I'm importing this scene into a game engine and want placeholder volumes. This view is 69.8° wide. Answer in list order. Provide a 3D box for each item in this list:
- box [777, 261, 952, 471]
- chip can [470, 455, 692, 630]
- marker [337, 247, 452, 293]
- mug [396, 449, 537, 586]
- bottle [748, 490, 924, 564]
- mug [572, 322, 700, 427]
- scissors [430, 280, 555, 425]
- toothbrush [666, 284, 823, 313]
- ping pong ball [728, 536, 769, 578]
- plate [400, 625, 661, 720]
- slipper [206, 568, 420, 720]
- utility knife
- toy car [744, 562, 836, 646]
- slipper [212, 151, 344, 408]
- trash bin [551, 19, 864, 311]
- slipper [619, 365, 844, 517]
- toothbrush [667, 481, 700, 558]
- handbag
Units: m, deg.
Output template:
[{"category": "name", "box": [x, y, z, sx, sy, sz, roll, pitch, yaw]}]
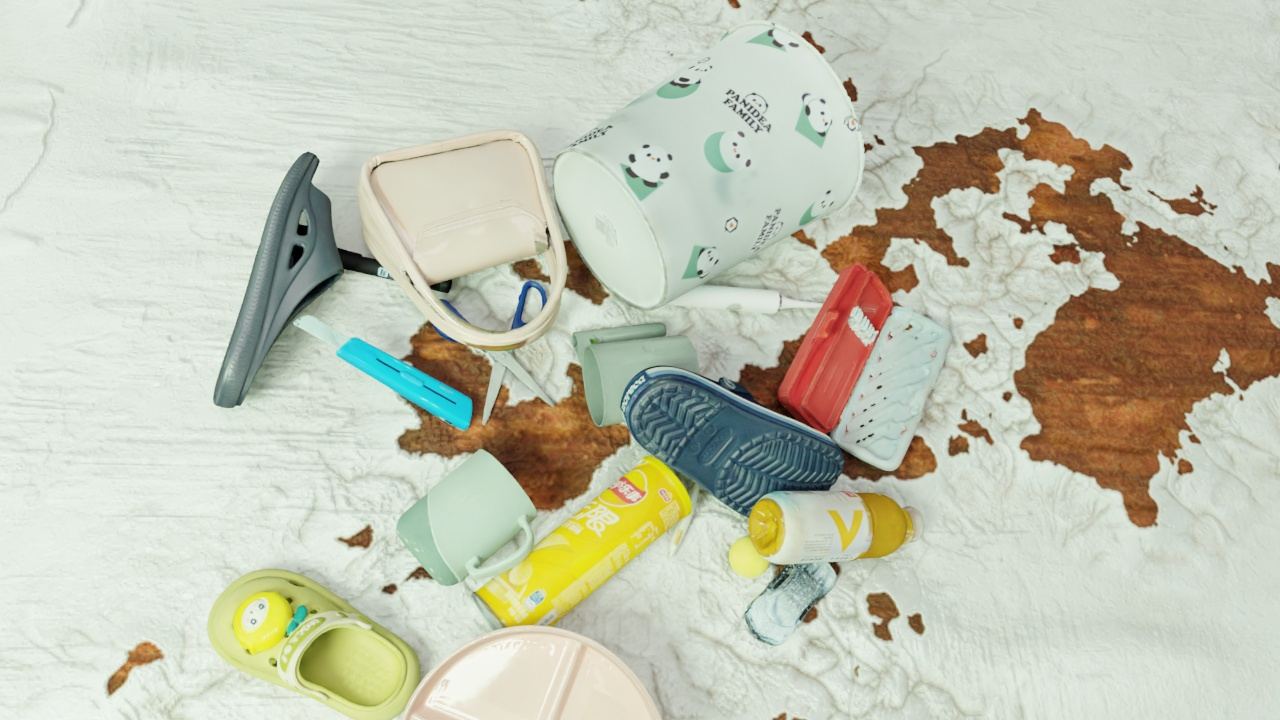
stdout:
[{"category": "box", "box": [0.246, 0.006, 1.000, 0.161, 0.060, 0.200, 35, 64, -7]}, {"category": "chip can", "box": [-0.051, 0.178, 0.854, 0.213, 0.072, 0.072, -37, 77, -22]}, {"category": "marker", "box": [-0.264, -0.095, 0.966, 0.132, 0.020, 0.022, 13, 45, -3]}, {"category": "mug", "box": [-0.151, 0.153, 0.833, 0.106, 0.082, 0.112, -40, 57, -21]}, {"category": "bottle", "box": [0.196, 0.161, 0.894, 0.189, 0.068, 0.068, 5, 64, -29]}, {"category": "mug", "box": [-0.006, 0.006, 0.942, 0.103, 0.084, 0.123, -8, 43, -15]}, {"category": "scissors", "box": [-0.148, -0.016, 0.956, 0.162, 0.012, 0.175, 24, 65, -1]}, {"category": "toothbrush", "box": [0.123, -0.067, 1.021, 0.221, 0.027, 0.026, 4, 74, -9]}, {"category": "ping pong ball", "box": [0.106, 0.191, 0.893, 0.040, 0.040, 0.040, 4, 65, -9]}, {"category": "plate", "box": [-0.090, 0.336, 0.763, 0.229, 0.028, 0.229, 0, 84, 1]}, {"category": "slipper", "box": [-0.275, 0.239, 0.781, 0.190, 0.082, 0.091, 28, 61, 0]}, {"category": "utility knife", "box": [-0.245, 0.009, 0.887, 0.191, 0.018, 0.034, 32, 56, -19]}, {"category": "toy car", "box": [0.146, 0.229, 0.890, 0.049, 0.031, 0.105, 43, 67, 11]}, {"category": "slipper", "box": [-0.345, -0.073, 0.905, 0.083, 0.111, 0.267, 19, 68, -24]}, {"category": "trash bin", "box": [0.062, -0.191, 0.953, 0.251, 0.230, 0.229, -35, 77, -22]}, {"category": "slipper", "box": [0.083, 0.075, 0.899, 0.252, 0.105, 0.095, 25, 19, -28]}, {"category": "toothbrush", "box": [0.066, 0.116, 0.935, 0.018, 0.016, 0.191, 28, 63, -7]}, {"category": "handbag", "box": [-0.169, -0.116, 0.946, 0.193, 0.094, 0.234, -20, 70, -22]}]
